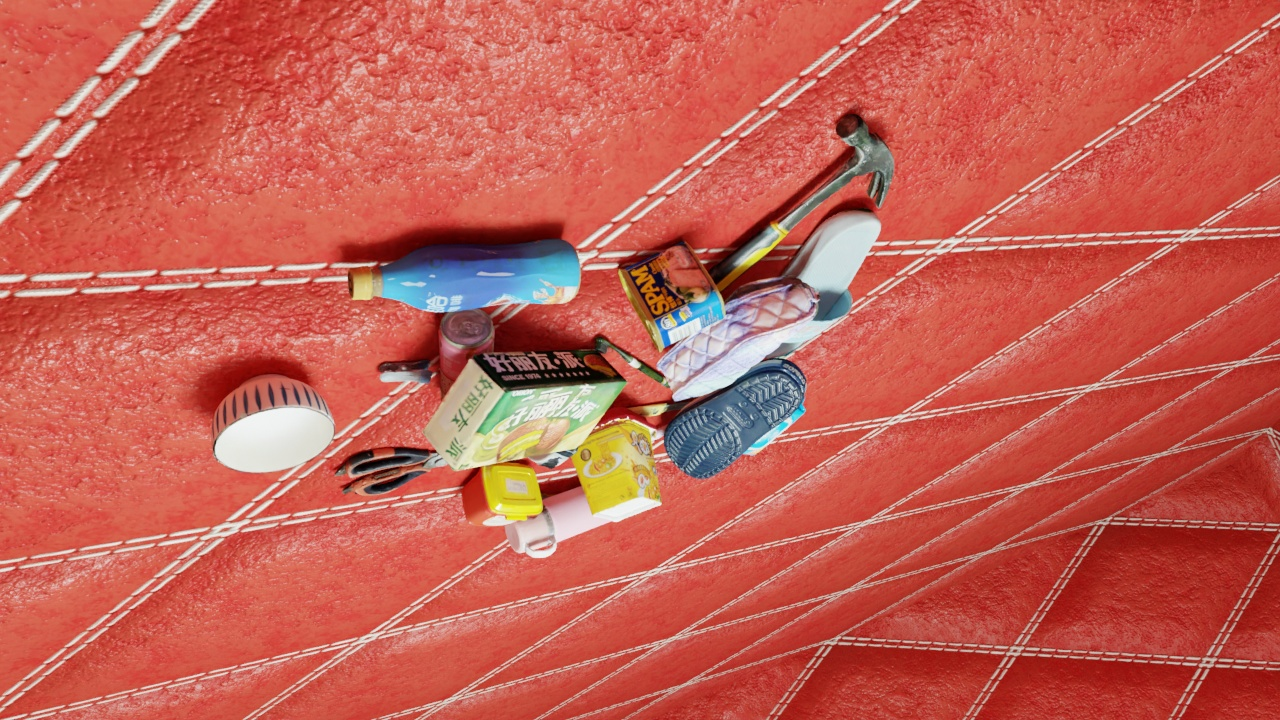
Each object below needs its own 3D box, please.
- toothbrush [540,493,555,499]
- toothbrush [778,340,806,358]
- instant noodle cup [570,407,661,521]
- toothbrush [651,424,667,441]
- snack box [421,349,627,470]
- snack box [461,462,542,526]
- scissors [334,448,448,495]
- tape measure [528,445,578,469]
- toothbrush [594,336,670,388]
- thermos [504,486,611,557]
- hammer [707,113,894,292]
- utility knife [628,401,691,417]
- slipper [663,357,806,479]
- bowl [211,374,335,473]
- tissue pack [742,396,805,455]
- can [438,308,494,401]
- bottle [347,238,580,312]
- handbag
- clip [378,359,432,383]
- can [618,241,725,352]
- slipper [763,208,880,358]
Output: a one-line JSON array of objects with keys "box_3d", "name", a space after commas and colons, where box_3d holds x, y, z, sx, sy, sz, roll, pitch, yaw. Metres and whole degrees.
[{"box_3d": [-0.087, 0.211, 1.412, 0.191, 0.018, 0.016, 5, 121, -39], "name": "toothbrush"}, {"box_3d": [0.181, 0.012, 1.307, 0.192, 0.018, 0.016, -41, 145, 25], "name": "toothbrush"}, {"box_3d": [-0.033, 0.143, 1.230, 0.116, 0.123, 0.116, -24, 156, 18], "name": "instant noodle cup"}, {"box_3d": [0.031, 0.102, 1.335, 0.189, 0.021, 0.029, -26, 111, 4], "name": "toothbrush"}, {"box_3d": [-0.123, 0.050, 1.030, 0.115, 0.063, 0.239, -53, 157, 20], "name": "snack box"}, {"box_3d": [-0.191, 0.188, 1.251, 0.091, 0.082, 0.080, 11, 143, -45], "name": "snack box"}, {"box_3d": [-0.275, 0.136, 1.176, 0.197, 0.015, 0.205, -36, 147, 15], "name": "scissors"}, {"box_3d": [-0.118, 0.104, 1.187, 0.066, 0.065, 0.033, -39, 142, 17], "name": "tape measure"}, {"box_3d": [-0.007, 0.007, 1.168, 0.012, 0.017, 0.185, 3, 164, 32], "name": "toothbrush"}, {"box_3d": [-0.096, 0.229, 1.344, 0.198, 0.087, 0.067, -16, 130, -33], "name": "thermos"}, {"box_3d": [0.147, -0.137, 1.043, 0.324, 0.031, 0.126, -39, 140, 23], "name": "hammer"}, {"box_3d": [-0.009, 0.071, 1.269, 0.197, 0.021, 0.031, -11, 153, -29], "name": "utility knife"}, {"box_3d": [0.127, 0.068, 1.267, 0.254, 0.105, 0.095, -42, -171, 39], "name": "slipper"}, {"box_3d": [-0.377, 0.057, 0.936, 0.116, 0.066, 0.117, -18, 149, -12], "name": "bowl"}, {"box_3d": [0.173, 0.089, 1.371, 0.089, 0.063, 0.140, 13, 132, -46], "name": "tissue pack"}, {"box_3d": [-0.190, 0.008, 1.002, 0.057, 0.058, 0.148, -13, 146, -20], "name": "can"}, {"box_3d": [-0.167, -0.081, 0.881, 0.218, 0.065, 0.065, -6, 144, -28], "name": "bottle"}, {"box_3d": [0.112, -0.026, 1.107, 0.134, 0.075, 0.194, -17, 165, -36], "name": "handbag"}, {"box_3d": [-0.256, 0.013, 1.001, 0.058, 0.041, 0.026, 2, 142, -29], "name": "clip"}, {"box_3d": [0.034, -0.072, 1.001, 0.083, 0.102, 0.057, -26, 149, -4], "name": "can"}, {"box_3d": [0.223, -0.084, 1.142, 0.103, 0.074, 0.246, -4, 141, -32], "name": "slipper"}]
